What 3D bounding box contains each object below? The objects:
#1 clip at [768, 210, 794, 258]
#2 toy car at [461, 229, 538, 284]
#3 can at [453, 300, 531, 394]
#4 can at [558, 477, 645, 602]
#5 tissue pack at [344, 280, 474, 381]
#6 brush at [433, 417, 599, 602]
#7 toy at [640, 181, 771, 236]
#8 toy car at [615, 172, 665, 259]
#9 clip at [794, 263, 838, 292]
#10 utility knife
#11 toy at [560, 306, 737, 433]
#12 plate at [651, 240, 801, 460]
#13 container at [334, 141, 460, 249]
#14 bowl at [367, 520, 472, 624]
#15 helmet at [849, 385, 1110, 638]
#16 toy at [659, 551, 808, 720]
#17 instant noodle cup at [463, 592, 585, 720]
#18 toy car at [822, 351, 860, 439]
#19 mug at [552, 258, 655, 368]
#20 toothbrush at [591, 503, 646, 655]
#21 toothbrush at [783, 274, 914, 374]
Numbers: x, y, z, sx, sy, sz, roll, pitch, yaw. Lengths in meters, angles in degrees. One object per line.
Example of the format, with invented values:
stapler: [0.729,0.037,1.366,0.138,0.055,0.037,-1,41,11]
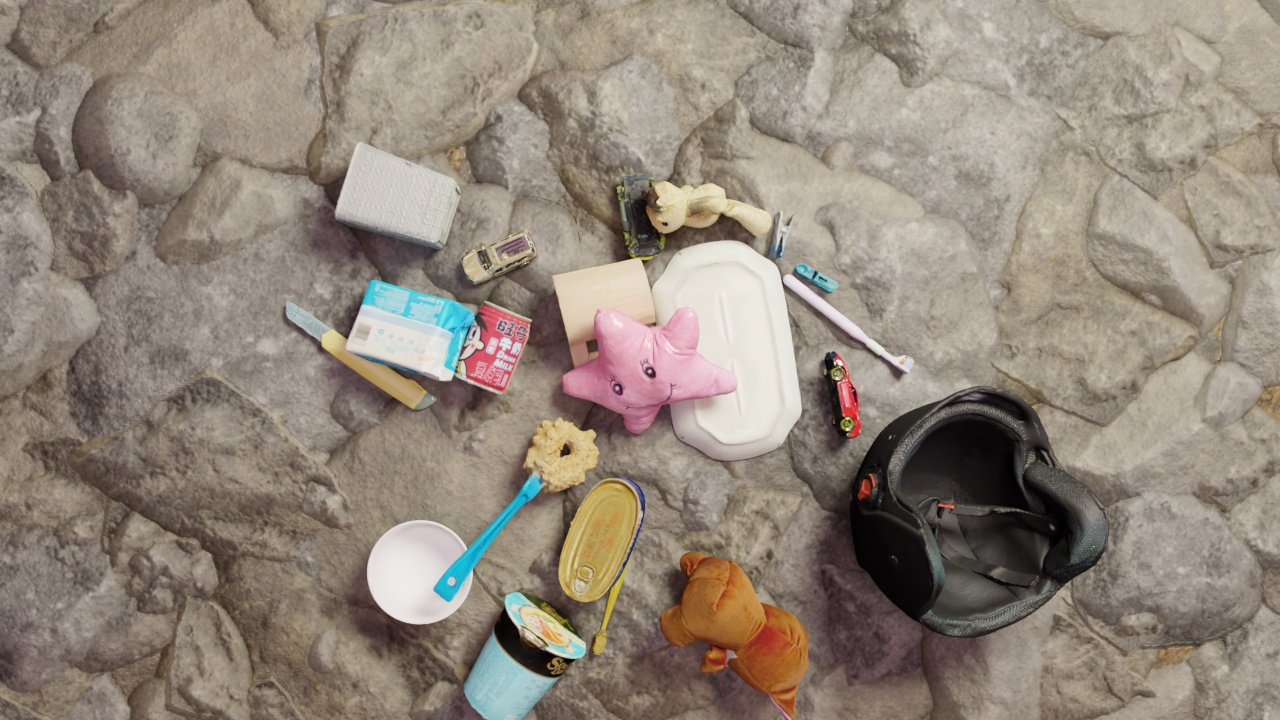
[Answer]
clip: [0.167,-0.151,1.098,0.033,0.025,0.057,18,86,-8]
toy car: [-0.167,-0.121,1.077,0.090,0.035,0.042,-24,91,0]
can: [-0.170,-0.015,1.063,0.066,0.066,0.094,23,90,-3]
can: [-0.044,0.208,1.076,0.075,0.049,0.148,21,90,13]
tissue pack: [-0.263,-0.033,1.043,0.140,0.063,0.090,14,80,19]
brush: [-0.143,0.168,1.049,0.083,0.046,0.254,45,72,-14]
toy: [0.078,-0.172,1.062,0.157,0.105,0.066,7,112,-20]
toy car: [0.000,-0.170,1.085,0.048,0.032,0.105,-8,80,-5]
clip: [0.211,-0.100,1.103,0.056,0.040,0.014,31,88,4]
utility knife: [-0.333,-0.004,1.079,0.207,0.021,0.031,36,84,-10]
toy: [-0.006,0.006,1.038,0.195,0.074,0.178,-23,123,26]
plate: [0.105,-0.011,1.092,0.162,0.034,0.265,-9,92,-2]
container: [-0.272,-0.182,1.045,0.114,0.090,0.090,18,91,-7]
bowl: [-0.251,0.238,1.066,0.118,0.065,0.118,0,92,-3]
helmet: [0.345,0.162,1.013,0.233,0.230,0.274,-6,93,-17]
toy: [0.116,0.317,1.063,0.199,0.131,0.139,36,51,-14]
instant noodle cup: [-0.142,0.350,1.060,0.111,0.111,0.120,35,97,-3]
toy car: [0.241,0.040,1.093,0.031,0.049,0.106,-13,92,-3]
mug: [-0.039,-0.051,1.069,0.103,0.084,0.125,-14,116,-4]
toothbrush: [-0.026,0.262,1.102,0.015,0.016,0.190,17,91,-4]
toothbrush: [0.250,-0.046,1.107,0.189,0.029,0.021,36,127,-2]
